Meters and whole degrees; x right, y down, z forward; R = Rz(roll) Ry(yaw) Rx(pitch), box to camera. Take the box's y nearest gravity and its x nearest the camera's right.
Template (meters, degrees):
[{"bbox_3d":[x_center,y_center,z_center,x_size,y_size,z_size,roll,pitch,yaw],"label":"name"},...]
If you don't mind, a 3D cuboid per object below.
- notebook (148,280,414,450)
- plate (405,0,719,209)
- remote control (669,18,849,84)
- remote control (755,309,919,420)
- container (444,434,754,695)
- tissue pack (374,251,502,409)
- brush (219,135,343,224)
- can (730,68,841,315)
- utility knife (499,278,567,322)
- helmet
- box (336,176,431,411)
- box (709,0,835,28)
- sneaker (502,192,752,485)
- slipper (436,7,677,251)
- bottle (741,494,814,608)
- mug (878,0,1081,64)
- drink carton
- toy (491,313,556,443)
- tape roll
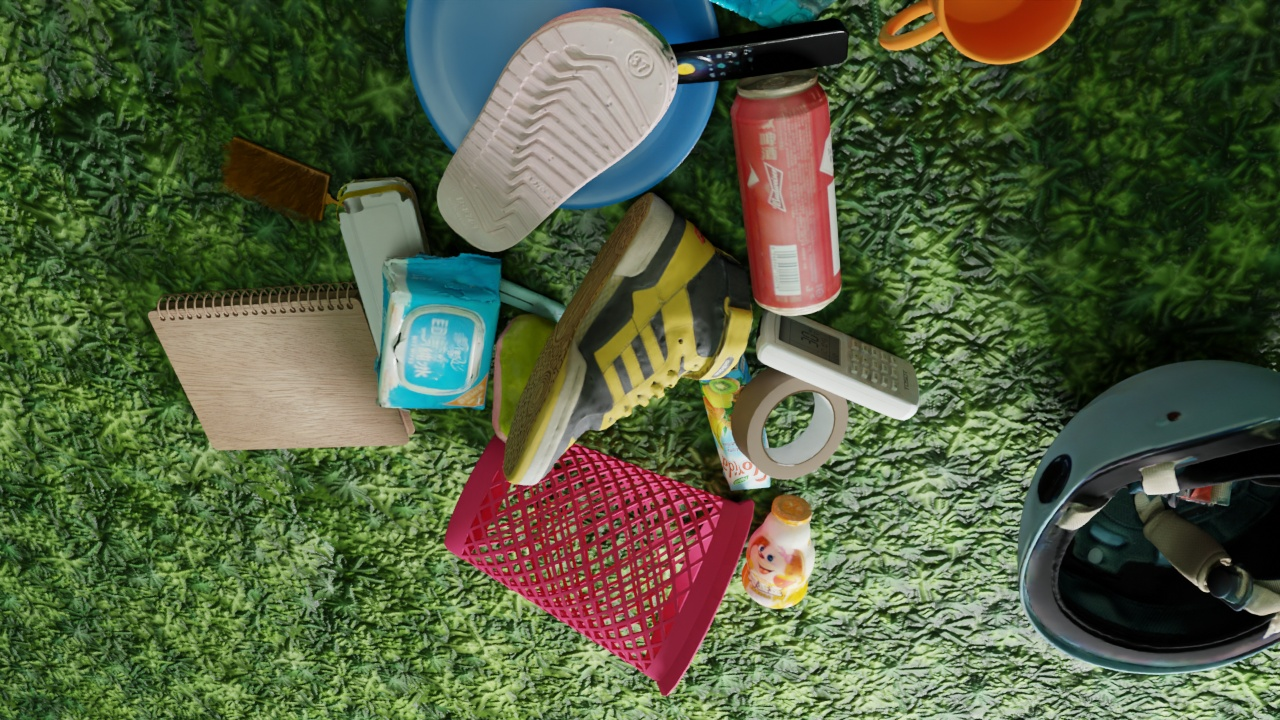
[{"bbox_3d":[-0.331,0.008,0.849,0.211,0.022,0.169,-3,123,12],"label":"notebook"},{"bbox_3d":[-0.055,-0.216,0.650,0.224,0.024,0.225,5,123,8],"label":"plate"},{"bbox_3d":[0.059,-0.202,0.604,0.152,0.041,0.020,-4,77,10],"label":"remote control"},{"bbox_3d":[0.156,0.001,0.727,0.138,0.060,0.026,23,127,-4],"label":"remote control"},{"bbox_3d":[-0.042,0.157,0.809,0.226,0.182,0.184,26,123,3],"label":"container"},{"bbox_3d":[-0.165,-0.020,0.740,0.092,0.061,0.145,3,122,-17],"label":"tissue pack"},{"bbox_3d":[-0.277,-0.137,0.747,0.126,0.017,0.048,22,123,-4],"label":"brush"},{"bbox_3d":[0.105,-0.117,0.658,0.067,0.067,0.170,-4,121,13],"label":"can"},{"bbox_3d":[-0.102,-0.054,0.770,0.120,0.015,0.022,22,116,-7],"label":"utility knife"},{"bbox_3d":[0.404,0.114,0.687,0.225,0.166,0.266,30,121,-6],"label":"helmet"},{"bbox_3d":[-0.200,-0.053,0.775,0.065,0.044,0.210,-10,123,-5],"label":"box"},{"bbox_3d":[0.110,-0.266,0.482,0.181,0.039,0.227,5,159,-44],"label":"box"},{"bbox_3d":[-0.004,0.004,0.699,0.122,0.086,0.238,29,89,-18],"label":"sneaker"},{"bbox_3d":[-0.062,-0.161,0.635,0.094,0.064,0.240,42,137,-14],"label":"slipper"},{"bbox_3d":[0.129,0.174,0.841,0.063,0.063,0.109,9,123,5],"label":"bottle"},{"bbox_3d":[0.198,-0.222,0.556,0.113,0.095,0.077,-25,114,24],"label":"mug"},{"bbox_3d":[0.082,0.055,0.788,0.044,0.038,0.129,-9,119,16],"label":"drink carton"},{"bbox_3d":[-0.092,0.018,0.756,0.051,0.090,0.110,8,84,19],"label":"toy"},{"bbox_3d":[0.123,0.050,0.756,0.093,0.030,0.094,-8,115,-19],"label":"tape roll"}]
